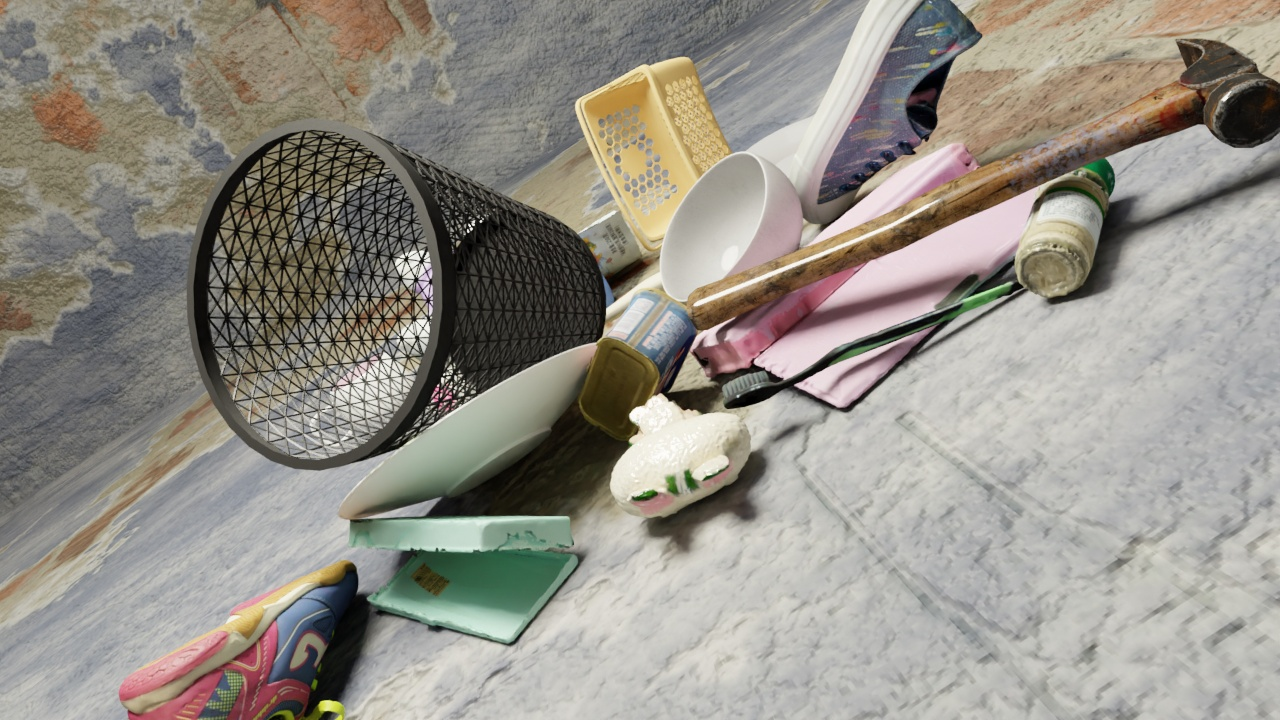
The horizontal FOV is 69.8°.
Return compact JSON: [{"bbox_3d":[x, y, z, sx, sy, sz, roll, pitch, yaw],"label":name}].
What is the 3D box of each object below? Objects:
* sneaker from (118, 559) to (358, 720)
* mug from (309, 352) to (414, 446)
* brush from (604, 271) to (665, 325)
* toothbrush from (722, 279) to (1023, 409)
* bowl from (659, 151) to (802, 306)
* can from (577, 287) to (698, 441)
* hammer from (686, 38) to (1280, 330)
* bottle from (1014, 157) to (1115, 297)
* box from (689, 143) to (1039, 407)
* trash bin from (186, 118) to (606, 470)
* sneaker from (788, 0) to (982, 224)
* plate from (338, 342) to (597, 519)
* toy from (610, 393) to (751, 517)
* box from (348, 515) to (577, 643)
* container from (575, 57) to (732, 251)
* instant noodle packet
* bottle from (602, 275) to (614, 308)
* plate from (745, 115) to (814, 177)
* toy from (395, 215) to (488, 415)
[{"bbox_3d":[-0.235,0.198,0.583,0.116,0.091,0.241,-27,0,4],"label":"sneaker"},{"bbox_3d":[-0.308,0.053,1.028,0.123,0.076,0.090,-38,20,-13],"label":"mug"},{"bbox_3d":[0.019,-0.074,0.859,0.273,0.062,0.077,-33,14,15],"label":"brush"},{"bbox_3d":[0.134,-0.012,0.532,0.188,0.014,0.017,-22,51,3],"label":"toothbrush"},{"bbox_3d":[0.080,-0.095,0.746,0.132,0.064,0.131,-38,39,39],"label":"bowl"},{"bbox_3d":[-0.004,0.004,0.645,0.058,0.054,0.100,-52,-10,-40],"label":"can"},{"bbox_3d":[0.176,-0.093,0.544,0.331,0.033,0.119,-22,22,25],"label":"hammer"},{"bbox_3d":[0.241,-0.079,0.520,0.043,0.042,0.109,-15,27,42],"label":"bottle"},{"bbox_3d":[0.154,-0.067,0.619,0.232,0.055,0.180,-40,21,-17],"label":"box"},{"bbox_3d":[-0.154,-0.042,0.677,0.217,0.217,0.242,-24,-9,25],"label":"trash bin"},{"bbox_3d":[0.183,-0.179,0.709,0.087,0.079,0.236,-39,-19,-28],"label":"sneaker"},{"bbox_3d":[-0.111,0.064,0.678,0.229,0.030,0.229,-33,-8,-5],"label":"plate"},{"bbox_3d":[0.022,0.057,0.531,0.087,0.050,0.112,-29,13,1],"label":"toy"},{"bbox_3d":[-0.118,0.140,0.594,0.077,0.079,0.189,4,-9,-41],"label":"box"},{"bbox_3d":[0.012,-0.232,1.040,0.129,0.183,0.166,-11,23,48],"label":"container"},{"bbox_3d":[-0.123,-0.066,1.020,0.269,0.057,0.147,-34,-16,-2],"label":"instant noodle packet"},{"bbox_3d":[-0.094,-0.049,0.972,0.131,0.048,0.048,-28,20,15],"label":"bottle"},{"bbox_3d":[0.170,-0.204,0.936,0.173,0.019,0.172,-21,31,13],"label":"plate"},{"bbox_3d":[-0.162,-0.030,0.884,0.138,0.085,0.209,-25,60,4],"label":"toy"}]
